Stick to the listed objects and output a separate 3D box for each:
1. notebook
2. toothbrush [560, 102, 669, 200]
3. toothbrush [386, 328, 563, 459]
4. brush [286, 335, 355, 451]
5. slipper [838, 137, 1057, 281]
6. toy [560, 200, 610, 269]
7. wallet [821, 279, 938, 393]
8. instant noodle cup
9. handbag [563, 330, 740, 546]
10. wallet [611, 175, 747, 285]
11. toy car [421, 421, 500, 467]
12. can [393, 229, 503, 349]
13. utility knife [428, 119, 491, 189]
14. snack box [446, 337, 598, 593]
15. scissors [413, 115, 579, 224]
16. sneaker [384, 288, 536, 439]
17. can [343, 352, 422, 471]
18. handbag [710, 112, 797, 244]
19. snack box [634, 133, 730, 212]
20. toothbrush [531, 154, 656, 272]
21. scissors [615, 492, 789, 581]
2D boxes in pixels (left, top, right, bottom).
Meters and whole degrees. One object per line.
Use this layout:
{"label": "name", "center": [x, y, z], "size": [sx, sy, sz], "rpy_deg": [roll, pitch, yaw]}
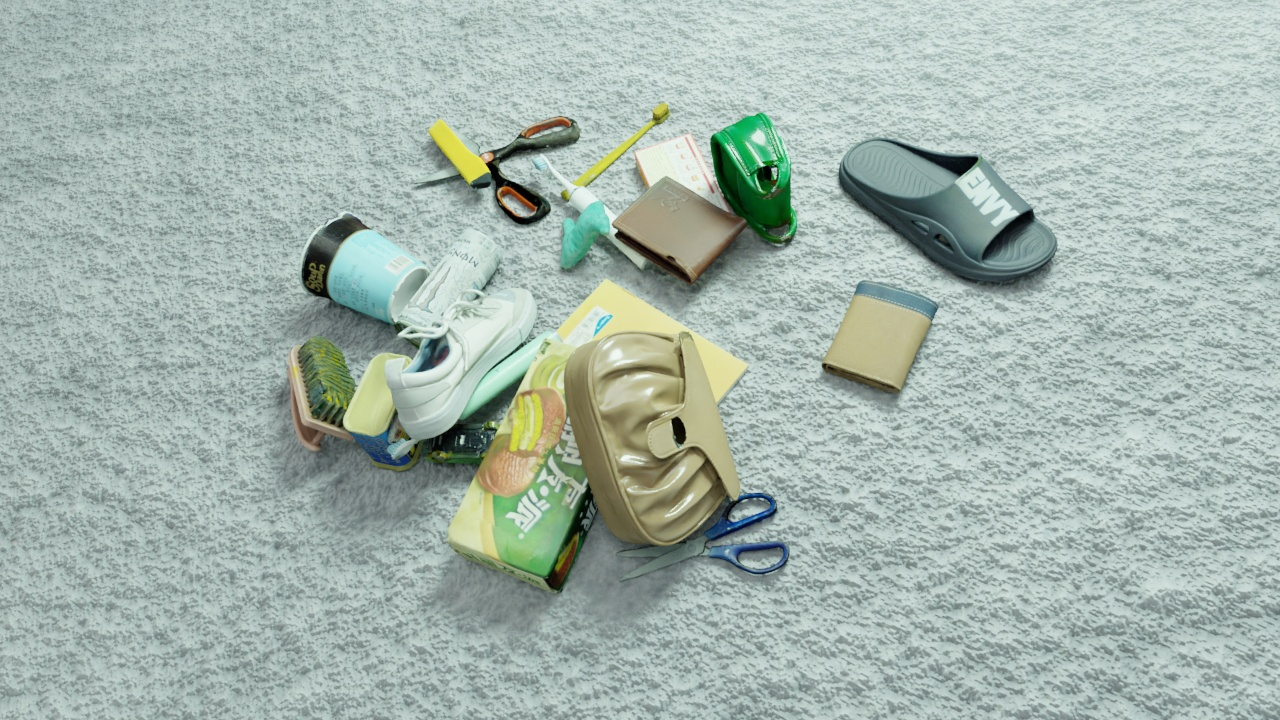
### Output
{"label": "notebook", "center": [-0.006, 0.006, 1.008], "size": [0.206, 0.010, 0.145], "rpy_deg": [33, 70, 24]}
{"label": "toothbrush", "center": [-0.031, -0.268, 1.170], "size": [0.016, 0.017, 0.189], "rpy_deg": [38, 72, 27]}
{"label": "toothbrush", "center": [-0.171, 0.035, 0.974], "size": [0.224, 0.026, 0.027], "rpy_deg": [-38, 51, -25]}
{"label": "brush", "center": [-0.358, 0.032, 1.014], "size": [0.073, 0.063, 0.145], "rpy_deg": [-48, 46, 14]}
{"label": "slipper", "center": [0.336, -0.185, 1.026], "size": [0.110, 0.083, 0.268], "rpy_deg": [-43, 61, -14]}
{"label": "toy", "center": [-0.070, -0.151, 1.080], "size": [0.092, 0.030, 0.096], "rpy_deg": [-48, 37, 30]}
{"label": "wallet", "center": [0.254, -0.026, 0.974], "size": [0.090, 0.033, 0.115], "rpy_deg": [20, 65, 22]}
{"label": "instant noodle cup", "center": [-0.314, -0.099, 1.072], "size": [0.120, 0.111, 0.111], "rpy_deg": [27, 67, 13]}
{"label": "handbag", "center": [0.016, 0.068, 0.868], "size": [0.147, 0.100, 0.204], "rpy_deg": [-20, 93, -32]}
{"label": "wallet", "center": [0.044, -0.153, 1.051], "size": [0.124, 0.032, 0.101], "rpy_deg": [35, 69, 23]}
{"label": "toy car", "center": [-0.185, 0.090, 0.971], "size": [0.091, 0.036, 0.043], "rpy_deg": [-2, 58, 10]}
{"label": "can", "center": [-0.221, -0.082, 1.066], "size": [0.058, 0.058, 0.146], "rpy_deg": [23, 65, 21]}
{"label": "utility knife", "center": [-0.232, -0.265, 1.182], "size": [0.033, 0.015, 0.153], "rpy_deg": [-31, 57, -13]}
{"label": "snack box", "center": [-0.089, 0.101, 0.929], "size": [0.114, 0.063, 0.239], "rpy_deg": [17, 66, 18]}
{"label": "scissors", "center": [-0.178, -0.258, 1.185], "size": [0.220, 0.022, 0.234], "rpy_deg": [-33, 61, -11]}
{"label": "sneaker", "center": [-0.192, -0.026, 0.968], "size": [0.090, 0.091, 0.241], "rpy_deg": [-6, 32, 27]}
{"label": "can", "center": [-0.264, 0.054, 0.977], "size": [0.057, 0.083, 0.101], "rpy_deg": [9, 61, 14]}
{"label": "handbag", "center": [0.133, -0.205, 1.041], "size": [0.068, 0.131, 0.120], "rpy_deg": [-23, 62, 0]}
{"label": "snack box", "center": [0.052, -0.206, 1.114], "size": [0.077, 0.027, 0.155], "rpy_deg": [-19, 59, -2]}
{"label": "toothbrush", "center": [-0.059, -0.184, 1.109], "size": [0.026, 0.027, 0.221], "rpy_deg": [-33, 64, -25]}
{"label": "scissors", "center": [0.060, 0.173, 0.898], "size": [0.171, 0.012, 0.140], "rpy_deg": [14, 64, 18]}
